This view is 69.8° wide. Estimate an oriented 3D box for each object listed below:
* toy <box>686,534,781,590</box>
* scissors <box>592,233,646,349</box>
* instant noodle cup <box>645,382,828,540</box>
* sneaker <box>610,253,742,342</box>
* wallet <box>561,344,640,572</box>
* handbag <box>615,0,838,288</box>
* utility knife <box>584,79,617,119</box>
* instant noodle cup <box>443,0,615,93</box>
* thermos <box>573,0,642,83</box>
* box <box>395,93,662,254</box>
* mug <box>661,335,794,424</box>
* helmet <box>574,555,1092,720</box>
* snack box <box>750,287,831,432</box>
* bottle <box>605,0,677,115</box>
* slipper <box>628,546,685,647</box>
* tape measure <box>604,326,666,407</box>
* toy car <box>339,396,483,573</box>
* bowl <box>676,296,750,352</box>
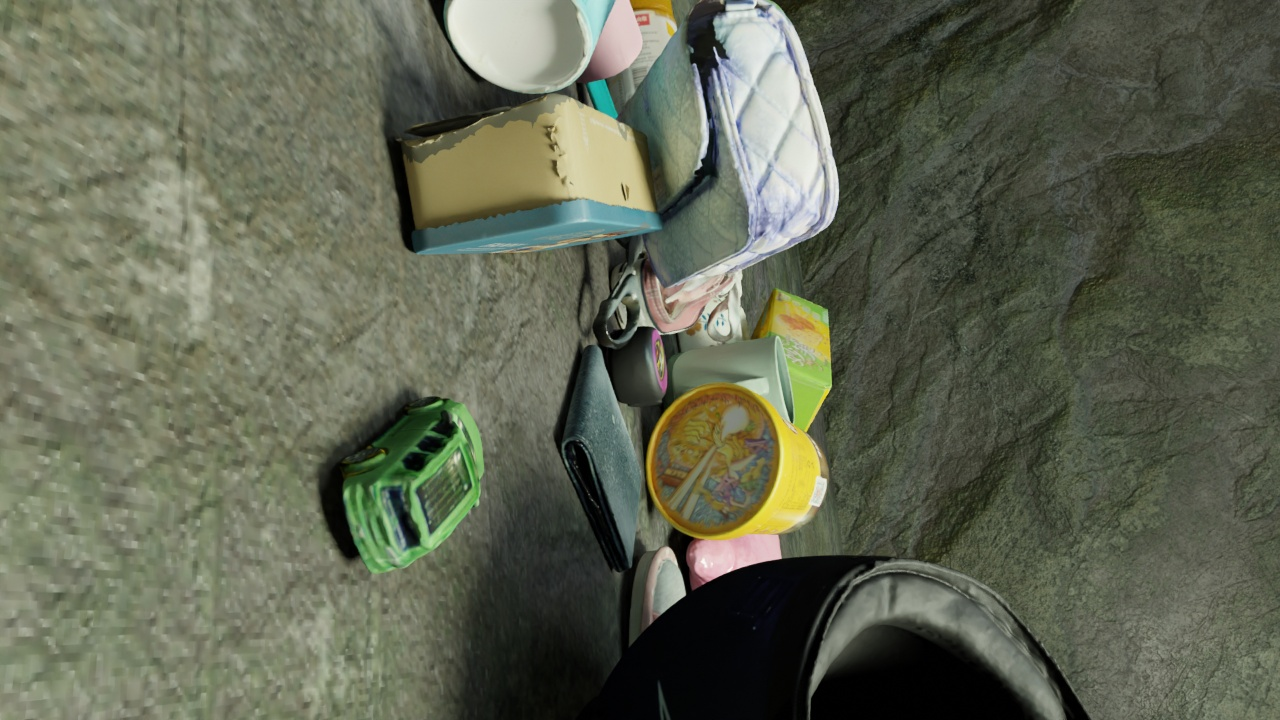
[{"bbox_3d":[0.088,0.192,0.813,0.178,0.075,0.194,63,25,-27],"label":"toy"},{"bbox_3d":[-0.008,-0.086,0.653,0.159,0.014,0.180,42,49,-41],"label":"scissors"},{"bbox_3d":[0.084,0.087,0.727,0.114,0.119,0.118,23,57,-51],"label":"instant noodle cup"},{"bbox_3d":[0.047,-0.069,0.802,0.240,0.088,0.118,-34,113,-73],"label":"sneaker"},{"bbox_3d":[-0.021,0.064,0.604,0.097,0.019,0.121,-81,158,-54],"label":"wallet"},{"bbox_3d":[0.038,-0.120,0.554,0.194,0.075,0.134,161,-86,-74],"label":"handbag"},{"bbox_3d":[-0.013,-0.160,0.707,0.029,0.013,0.216,-10,78,-54],"label":"utility knife"},{"bbox_3d":[-0.055,-0.216,0.504,0.111,0.111,0.120,62,31,-50],"label":"instant noodle cup"},{"bbox_3d":[-0.064,-0.284,0.596,0.087,0.067,0.199,51,-6,41],"label":"thermos"},{"bbox_3d":[-0.049,-0.087,0.461,0.184,0.090,0.060,-31,111,-72],"label":"box"},{"bbox_3d":[0.074,0.027,0.804,0.111,0.106,0.082,-8,89,-76],"label":"mug"},{"bbox_3d":[0.083,0.255,0.422,0.247,0.241,0.314,16,47,-23],"label":"helmet"},{"bbox_3d":[0.139,0.033,0.976,0.209,0.070,0.158,-66,179,-64],"label":"snack box"},{"bbox_3d":[-0.001,-0.280,0.801,0.068,0.068,0.189,21,60,-73],"label":"bottle"},{"bbox_3d":[0.039,0.264,0.622,0.114,0.054,0.274,24,57,-72],"label":"slipper"},{"bbox_3d":[-0.004,0.004,0.665,0.058,0.039,0.057,68,18,-54],"label":"tape measure"},{"bbox_3d":[-0.083,0.045,0.353,0.091,0.036,0.043,-69,145,-70],"label":"toy car"},{"bbox_3d":[0.079,-0.024,0.950,0.113,0.062,0.113,-10,90,-74],"label":"bowl"}]
